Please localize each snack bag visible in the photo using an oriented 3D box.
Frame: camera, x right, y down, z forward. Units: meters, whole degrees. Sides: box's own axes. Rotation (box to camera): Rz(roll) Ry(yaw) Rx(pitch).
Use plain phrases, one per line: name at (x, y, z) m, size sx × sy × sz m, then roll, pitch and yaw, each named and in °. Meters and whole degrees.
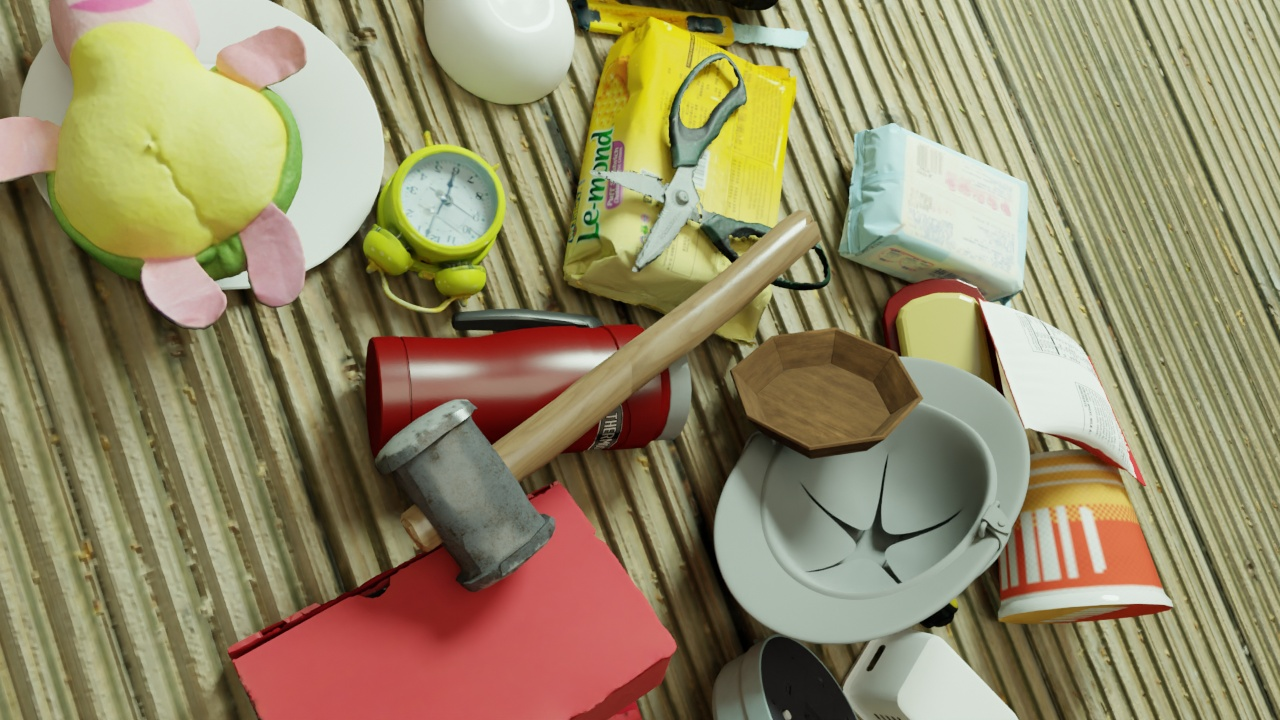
snack bag at (0.332, 0.021, 0.720) m, size 0.144 × 0.039 × 0.130 m, roll 22°, pitch 45°, yaw -26°
snack bag at (0.039, -0.144, 0.699) m, size 0.159 × 0.068 × 0.246 m, roll 15°, pitch 71°, yaw -19°

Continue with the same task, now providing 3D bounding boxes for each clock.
clock at (-0.136, -0.087, 0.612) m, size 0.083 × 0.057 × 0.119 m, roll 20°, pitch 76°, yaw -19°
clock at (0.098, 0.251, 0.591) m, size 0.122 × 0.045 × 0.159 m, roll 49°, pitch 23°, yaw -8°

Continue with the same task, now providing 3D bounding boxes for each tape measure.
tape measure at (0.218, 0.173, 0.704) m, size 0.034 × 0.061 × 0.061 m, roll -40°, pitch 97°, yaw 18°

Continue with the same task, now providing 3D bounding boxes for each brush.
brush at (0.250, 0.017, 0.746) m, size 0.082 × 0.042 × 0.173 m, roll -8°, pitch 78°, yaw 8°

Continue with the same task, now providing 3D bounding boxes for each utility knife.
utility knife at (0.049, -0.281, 0.771) m, size 0.224 × 0.019 × 0.030 m, roll -3°, pitch 87°, yaw -28°

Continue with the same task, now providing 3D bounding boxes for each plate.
plate at (0.132, 0.025, 0.660) m, size 0.131 × 0.025 × 0.131 m, roll -3°, pitch 39°, yaw 2°
plate at (-0.272, -0.143, 0.586) m, size 0.208 × 0.015 × 0.208 m, roll 6°, pitch 74°, yaw -23°

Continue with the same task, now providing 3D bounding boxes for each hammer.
hammer at (-0.003, 0.003, 0.557) m, size 0.327 × 0.052 × 0.098 m, roll -37°, pitch 98°, yaw -23°

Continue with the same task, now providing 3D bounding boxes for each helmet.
helmet at (0.164, 0.120, 0.659) m, size 0.183 × 0.118 × 0.270 m, roll 24°, pitch 51°, yaw 30°

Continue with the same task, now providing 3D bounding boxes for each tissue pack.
tissue pack at (0.259, -0.120, 0.793) m, size 0.181 × 0.070 × 0.112 m, roll 17°, pitch 70°, yaw -22°

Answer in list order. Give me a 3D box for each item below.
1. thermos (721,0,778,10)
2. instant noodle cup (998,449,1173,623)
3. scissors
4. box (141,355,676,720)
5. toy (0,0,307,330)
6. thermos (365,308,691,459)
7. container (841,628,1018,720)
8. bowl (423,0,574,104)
thermos at (0.032, -0.338, 0.738) m, size 0.220 × 0.098 × 0.098 m, roll -4°, pitch 78°, yaw -19°
instant noodle cup at (0.344, 0.143, 0.740) m, size 0.123 × 0.124 × 0.121 m, roll 8°, pitch 66°, yaw -23°
scissors at (0.067, -0.116, 0.657) m, size 0.204 × 0.015 × 0.201 m, roll 37°, pitch 63°, yaw -16°
box at (-0.195, 0.130, 0.651) m, size 0.213 × 0.479 × 0.171 m, roll -26°, pitch 111°, yaw -28°
toy at (-0.272, -0.129, 0.523) m, size 0.190 × 0.088 × 0.238 m, roll -27°, pitch 84°, yaw -8°
thermos at (-0.075, 0.011, 0.604) m, size 0.198 × 0.084 × 0.108 m, roll -2°, pitch 51°, yaw -23°
container at (0.222, 0.261, 0.687) m, size 0.129 × 0.050 × 0.080 m, roll 46°, pitch 63°, yaw -7°
bowl at (-0.097, -0.252, 0.674) m, size 0.114 × 0.051 × 0.114 m, roll 6°, pitch 74°, yaw -23°
